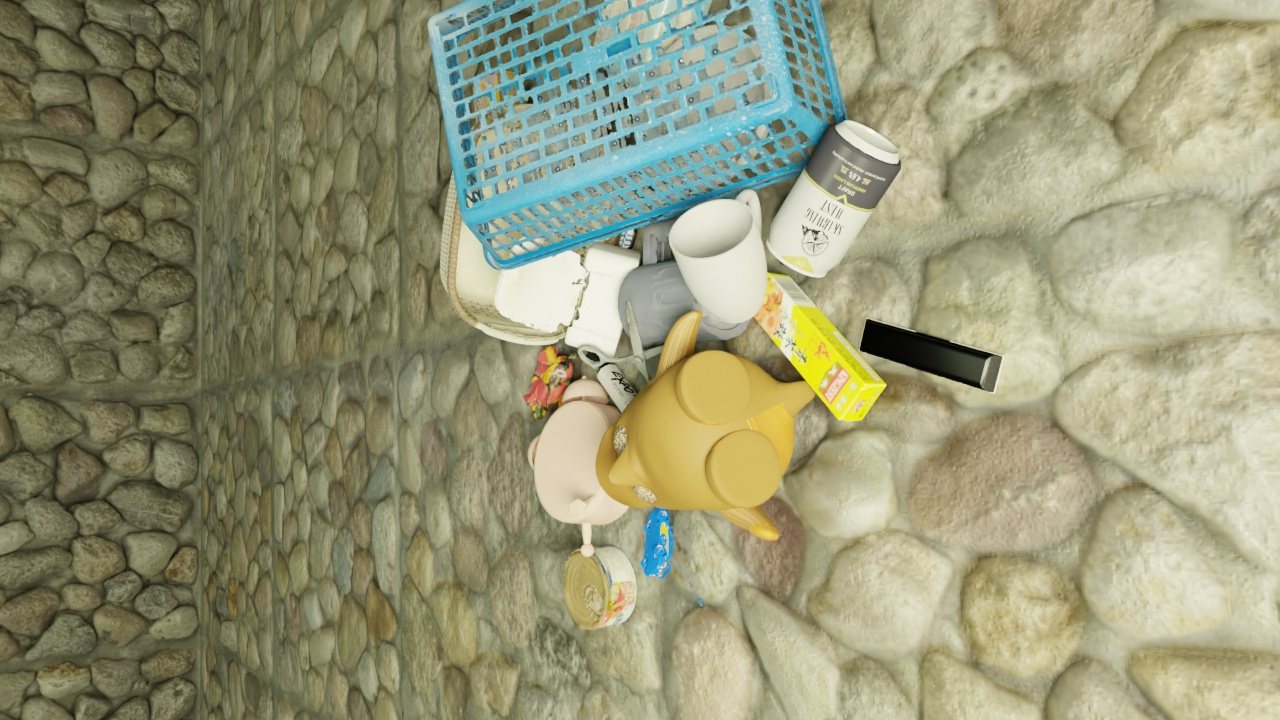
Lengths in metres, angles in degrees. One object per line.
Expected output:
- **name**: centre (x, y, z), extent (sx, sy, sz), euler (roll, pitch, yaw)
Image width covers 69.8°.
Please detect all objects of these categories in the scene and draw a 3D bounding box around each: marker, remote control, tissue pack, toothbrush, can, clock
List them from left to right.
- **can**: centre (-0.175, -0.305, 1.156), extent (0.068, 0.067, 0.105), euler (-22, 71, 50)
- **clock**: centre (-0.066, 0.107, 0.983), extent (0.131, 0.086, 0.160), euler (-55, 39, 22)
- **can**: centre (-0.045, 0.245, 0.992), extent (0.086, 0.043, 0.086), euler (-2, 88, 52)
- **marker**: centre (-0.025, 0.028, 0.988), extent (0.126, 0.025, 0.025), euler (53, 128, 39)
- **toothbrush**: centre (0.010, -0.195, 0.960), extent (0.014, 0.014, 0.168), euler (52, 129, 54)
- **tissue pack**: centre (0.017, -0.351, 0.912), extent (0.112, 0.069, 0.182), euler (42, 123, 45)
- **can**: centre (0.150, -0.123, 0.736), extent (0.064, 0.064, 0.128), euler (56, 130, 37)
- **remote control**: centre (0.214, -0.006, 0.693), extent (0.124, 0.011, 0.028), euler (23, 107, 50)

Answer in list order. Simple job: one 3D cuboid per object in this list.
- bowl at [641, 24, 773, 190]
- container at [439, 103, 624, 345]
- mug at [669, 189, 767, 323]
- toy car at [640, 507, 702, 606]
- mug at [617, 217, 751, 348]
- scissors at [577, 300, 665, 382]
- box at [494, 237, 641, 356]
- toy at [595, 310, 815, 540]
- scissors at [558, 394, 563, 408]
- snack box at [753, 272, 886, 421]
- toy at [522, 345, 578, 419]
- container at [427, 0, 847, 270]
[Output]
- **bowl**: centre (0.068, -0.230, 0.854), extent (0.150, 0.043, 0.149), euler (-1, 88, 40)
- **container**: centre (-0.129, -0.151, 1.011), extent (0.143, 0.184, 0.246), euler (27, 107, 60)
- **mug**: centre (0.079, -0.090, 0.773), extent (0.071, 0.089, 0.107), euler (12, 55, 32)
- **toy car**: centre (0.035, 0.195, 0.917), extent (0.033, 0.062, 0.091), euler (-52, 21, 39)
- **mug**: centre (0.043, -0.075, 0.859), extent (0.104, 0.083, 0.124), euler (-4, 83, 51)
- **scissors**: centre (0.003, 0.009, 0.882), extent (0.142, 0.014, 0.174), euler (2, 133, 38)
- **box**: centre (-0.077, -0.071, 0.933), extent (0.126, 0.137, 0.109), euler (-74, -3, -77)
- **toy**: centre (0.037, 0.072, 0.811), extent (0.204, 0.162, 0.198), euler (-30, 79, 60)
- **scissors**: centre (-0.088, 0.106, 1.076), extent (0.126, 0.011, 0.127), euler (-54, 48, 34)
- **snack box**: centre (0.144, -0.014, 0.769), extent (0.148, 0.028, 0.040), euler (56, 130, 37)
- **toy**: centre (-0.108, 0.025, 1.078), extent (0.104, 0.046, 0.084), euler (-47, 42, 51)
- **container**: centre (-0.025, -0.251, 0.804), extent (0.363, 0.089, 0.257), euler (-15, 81, 23)
